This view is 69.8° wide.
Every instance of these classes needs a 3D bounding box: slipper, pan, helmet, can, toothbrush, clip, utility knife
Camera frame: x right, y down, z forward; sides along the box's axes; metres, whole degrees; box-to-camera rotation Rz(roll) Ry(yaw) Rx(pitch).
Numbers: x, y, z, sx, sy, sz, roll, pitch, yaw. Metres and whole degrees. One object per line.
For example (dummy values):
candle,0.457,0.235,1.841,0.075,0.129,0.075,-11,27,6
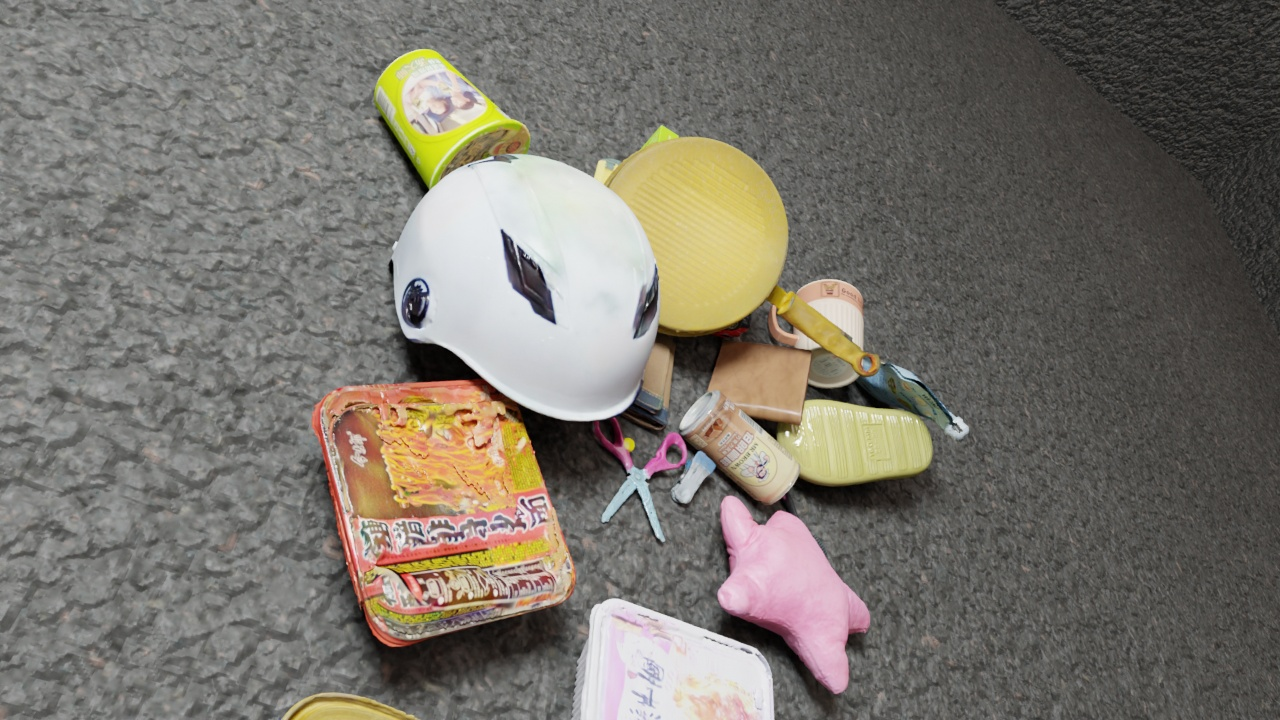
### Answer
slipper,0.225,0.096,0.995,0.190,0.082,0.091,3,70,-21
pan,0.113,-0.081,0.935,0.357,0.078,0.197,32,86,-9
helmet,-0.078,-0.083,0.765,0.228,0.146,0.258,7,32,-35
can,-0.159,0.257,0.555,0.148,0.049,0.074,32,44,-18
toothbrush,0.141,0.126,0.948,0.017,0.014,0.189,-8,65,-55
can,0.097,0.086,0.904,0.116,0.059,0.058,41,41,-9
clip,0.047,0.114,0.870,0.027,0.045,0.058,47,50,-6
utility knife,-0.044,-0.167,1.012,0.031,0.020,0.187,16,52,-10

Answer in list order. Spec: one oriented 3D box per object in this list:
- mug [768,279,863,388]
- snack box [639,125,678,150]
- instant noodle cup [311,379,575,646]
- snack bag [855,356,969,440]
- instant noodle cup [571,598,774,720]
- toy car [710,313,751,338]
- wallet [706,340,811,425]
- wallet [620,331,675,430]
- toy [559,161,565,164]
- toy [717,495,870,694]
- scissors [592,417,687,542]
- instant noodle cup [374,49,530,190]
mug,0.207,-0.035,1.084,0.114,0.082,0.105,15,49,-6
snack box,0.001,-0.182,1.005,0.026,0.086,0.156,30,43,-21
instant noodle cup,-0.147,0.106,0.659,0.164,0.079,0.188,-1,61,-42
snack bag,0.302,0.036,1.053,0.110,0.039,0.191,51,-1,-11
instant noodle cup,0.019,0.272,0.692,0.173,0.061,0.137,25,46,-23
toy car,0.063,-0.060,0.996,0.120,0.045,0.052,21,45,-20
wallet,0.126,0.021,0.970,0.101,0.020,0.115,8,40,13
wallet,-0.005,0.005,0.899,0.090,0.033,0.115,30,40,-19
toy,-0.098,-0.175,0.948,0.084,0.039,0.107,53,40,4
toy,0.143,0.205,0.845,0.194,0.075,0.178,38,31,-17
scissors,0.003,0.102,0.839,0.130,0.017,0.133,-7,65,-37
instant noodle cup,-0.185,-0.225,0.867,0.123,0.112,0.111,51,40,14
